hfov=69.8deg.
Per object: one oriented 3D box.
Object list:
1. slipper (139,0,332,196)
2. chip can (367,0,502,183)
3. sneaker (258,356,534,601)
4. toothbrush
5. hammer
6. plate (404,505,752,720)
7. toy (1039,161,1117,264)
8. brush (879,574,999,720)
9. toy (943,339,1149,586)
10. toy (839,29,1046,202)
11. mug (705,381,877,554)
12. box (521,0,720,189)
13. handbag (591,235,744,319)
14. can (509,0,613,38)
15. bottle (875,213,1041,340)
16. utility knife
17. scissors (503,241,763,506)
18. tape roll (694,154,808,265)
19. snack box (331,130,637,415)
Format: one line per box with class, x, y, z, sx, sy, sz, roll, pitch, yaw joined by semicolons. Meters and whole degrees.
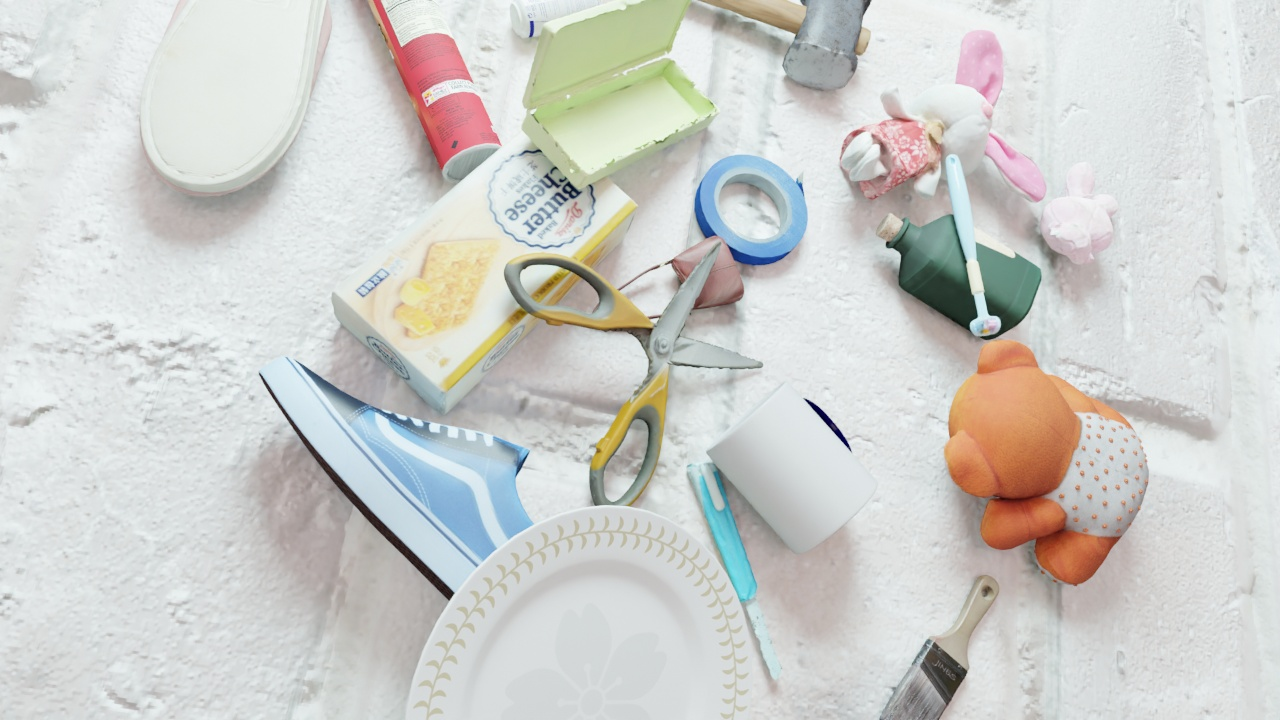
slipper;-0.287;-0.241;0.676;0.114;0.054;0.274;14;73;-10
chip can;-0.168;-0.241;0.707;0.051;0.052;0.214;-21;79;-19
sneaker;-0.134;0.071;0.595;0.241;0.084;0.098;43;67;5
toothbrush;0.256;-0.093;0.716;0.022;0.016;0.154;-11;69;20
hammer;0.044;-0.328;0.795;0.328;0.052;0.098;18;69;-5
plate;-0.029;0.210;0.560;0.242;0.016;0.242;2;87;-33
toy;0.389;-0.126;0.814;0.063;0.047;0.109;44;58;-6
brush;0.225;0.220;0.678;0.039;0.012;0.151;42;68;2
toy;0.305;0.072;0.711;0.172;0.093;0.163;31;70;-16
toy;0.251;-0.191;0.781;0.194;0.084;0.159;-17;90;-20
mug;0.116;0.070;0.671;0.097;0.079;0.111;49;40;4
box;-0.015;-0.211;0.698;0.187;0.066;0.128;-40;128;-43
handbag;0.018;-0.054;0.710;0.119;0.029;0.055;-21;84;-14
can;-0.060;-0.292;0.760;0.095;0.032;0.032;-19;78;-19
bottle;0.254;-0.078;0.754;0.131;0.061;0.061;31;65;-3
utility knife;0.068;0.149;0.659;0.022;0.015;0.161;-13;74;-17
scissors;-0.004;0.003;0.661;0.225;0.016;0.229;16;82;-29
tape roll;0.091;-0.124;0.752;0.093;0.016;0.091;8;71;-11
snack box;-0.107;-0.071;0.664;0.104;0.058;0.207;43;68;2
